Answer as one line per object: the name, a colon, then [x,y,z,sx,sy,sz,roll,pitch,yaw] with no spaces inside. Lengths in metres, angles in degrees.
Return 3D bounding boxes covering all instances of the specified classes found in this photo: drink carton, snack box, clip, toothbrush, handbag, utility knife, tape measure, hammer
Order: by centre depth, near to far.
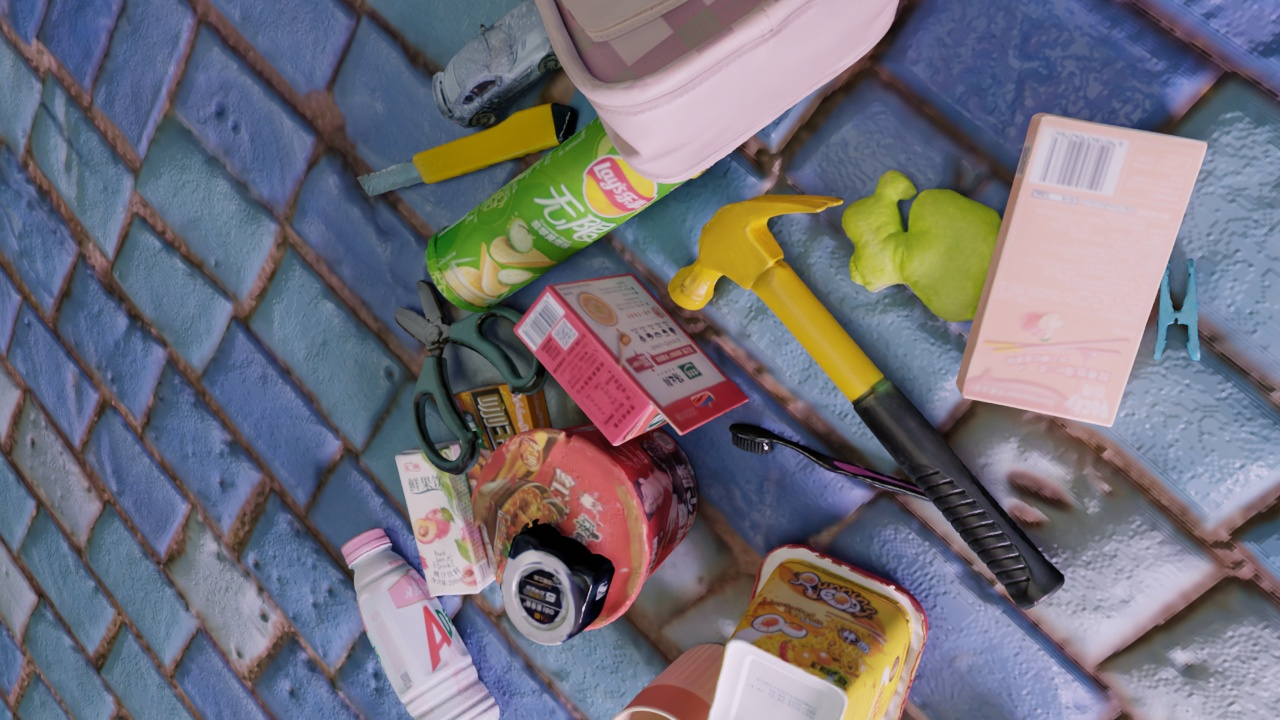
clip: [0.289,-0.027,0.493,0.047,0.014,0.057,-1,100,32]
snack box: [0.234,-0.048,0.497,0.084,0.026,0.157,12,107,5]
handbag: [0.019,-0.241,0.536,0.193,0.093,0.234,-33,68,1]
hammer: [0.141,0.020,0.558,0.300,0.032,0.129,52,134,12]
tape measure: [-0.056,0.144,0.583,0.066,0.033,0.066,28,110,24]
toothbrush: [0.143,0.076,0.596,0.189,0.014,0.018,18,124,25]
snack box: [-0.004,0.004,0.607,0.127,0.113,0.044,48,117,13]
utility knife: [-0.139,-0.159,0.708,0.217,0.015,0.033,-9,89,29]
snack box: [-0.100,0.094,0.730,0.075,0.026,0.154,-10,94,30]
drink carton: [-0.156,0.128,0.757,0.054,0.045,0.122,-11,95,25]

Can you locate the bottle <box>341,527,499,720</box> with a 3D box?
bottle: [-0.196,0.237,0.791,0.068,0.068,0.197,-39,76,29]

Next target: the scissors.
scissors: [-0.152,0.014,0.723,0.177,0.019,0.171,26,94,31]

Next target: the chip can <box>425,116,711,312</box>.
chip can: [-0.057,-0.107,0.640,0.222,0.072,0.072,-28,85,31]

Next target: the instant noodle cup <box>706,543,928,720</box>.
instant noodle cup: [0.105,0.194,0.576,0.116,0.123,0.116,20,108,25]

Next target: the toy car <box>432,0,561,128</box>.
toy car: [-0.100,-0.216,0.659,0.121,0.036,0.054,-27,68,27]

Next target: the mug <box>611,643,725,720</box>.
mug: [0.026,0.266,0.645,0.081,0.105,0.115,46,118,14]

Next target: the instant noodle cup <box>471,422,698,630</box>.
instant noodle cup: [-0.029,0.103,0.643,0.138,0.108,0.138,6,102,29]

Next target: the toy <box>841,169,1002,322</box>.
toy: [0.170,-0.068,0.542,0.100,0.031,0.096,-8,95,32]
